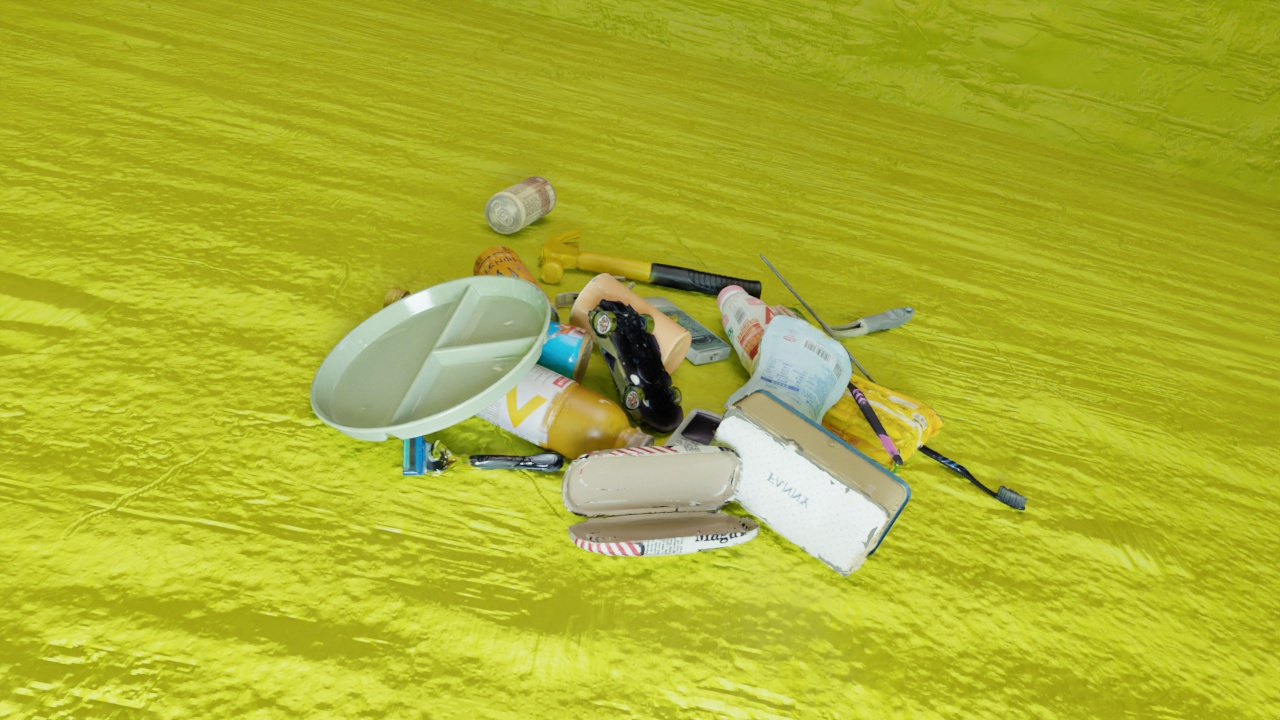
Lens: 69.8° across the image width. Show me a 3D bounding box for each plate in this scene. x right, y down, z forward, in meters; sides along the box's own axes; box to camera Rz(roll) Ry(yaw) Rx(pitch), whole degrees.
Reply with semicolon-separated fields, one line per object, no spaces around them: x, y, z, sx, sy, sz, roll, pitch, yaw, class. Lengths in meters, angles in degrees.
-0.187;-0.005;0.834;0.230;0.027;0.229;-13;34;9;plate

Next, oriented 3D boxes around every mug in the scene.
-0.008;-0.035;1.025;0.123;0.078;0.078;33;33;19;mug

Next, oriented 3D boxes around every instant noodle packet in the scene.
0.248;0.064;0.990;0.128;0.044;0.110;29;40;31;instant noodle packet

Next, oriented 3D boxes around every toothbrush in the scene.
0.326;0.105;0.984;0.189;0.016;0.014;33;32;32;toothbrush
0.234;0.045;0.960;0.014;0.018;0.189;-9;35;-6;toothbrush

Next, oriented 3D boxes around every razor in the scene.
-0.136;0.086;0.798;0.142;0.022;0.042;5;56;-22;razor

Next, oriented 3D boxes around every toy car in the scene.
-0.006;0.006;0.940;0.070;0.042;0.158;2;58;-46;toy car

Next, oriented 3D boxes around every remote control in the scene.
0.046;-0.039;1.108;0.056;0.019;0.135;-11;37;-38;remote control
0.052;0.090;0.878;0.058;0.021;0.149;22;30;13;remote control

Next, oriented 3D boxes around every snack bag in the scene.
0.150;0.041;0.931;0.110;0.039;0.190;38;52;-7;snack bag

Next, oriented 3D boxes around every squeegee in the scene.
0.295;-0.049;1.223;0.246;0.039;0.246;-9;54;-46;squeegee

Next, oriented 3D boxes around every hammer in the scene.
0.014;-0.117;1.222;0.300;0.033;0.128;10;30;-8;hammer

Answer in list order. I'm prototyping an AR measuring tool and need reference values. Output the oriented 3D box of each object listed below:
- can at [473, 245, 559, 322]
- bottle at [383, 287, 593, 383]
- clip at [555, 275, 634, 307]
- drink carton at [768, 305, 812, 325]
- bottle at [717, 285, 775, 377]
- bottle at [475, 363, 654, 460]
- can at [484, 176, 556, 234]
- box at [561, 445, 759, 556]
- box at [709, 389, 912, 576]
-0.143;-0.075;1.045;0.058;0.058;0.146;-3;33;-29;can
-0.160;-0.031;0.950;0.219;0.065;0.065;18;29;5;bottle
-0.052;-0.074;1.116;0.100;0.035;0.072;-24;46;-37;clip
0.191;-0.024;1.122;0.053;0.046;0.122;1;31;-21;drink carton
0.137;-0.030;1.090;0.068;0.068;0.196;5;27;-17;bottle
-0.078;0.048;0.843;0.189;0.068;0.067;24;30;16;bottle
-0.168;-0.219;1.291;0.058;0.059;0.116;21;29;12;can
0.020;0.120;0.753;0.162;0.076;0.086;1;29;-24;box
0.146;0.108;0.805;0.184;0.090;0.062;35;32;17;box
